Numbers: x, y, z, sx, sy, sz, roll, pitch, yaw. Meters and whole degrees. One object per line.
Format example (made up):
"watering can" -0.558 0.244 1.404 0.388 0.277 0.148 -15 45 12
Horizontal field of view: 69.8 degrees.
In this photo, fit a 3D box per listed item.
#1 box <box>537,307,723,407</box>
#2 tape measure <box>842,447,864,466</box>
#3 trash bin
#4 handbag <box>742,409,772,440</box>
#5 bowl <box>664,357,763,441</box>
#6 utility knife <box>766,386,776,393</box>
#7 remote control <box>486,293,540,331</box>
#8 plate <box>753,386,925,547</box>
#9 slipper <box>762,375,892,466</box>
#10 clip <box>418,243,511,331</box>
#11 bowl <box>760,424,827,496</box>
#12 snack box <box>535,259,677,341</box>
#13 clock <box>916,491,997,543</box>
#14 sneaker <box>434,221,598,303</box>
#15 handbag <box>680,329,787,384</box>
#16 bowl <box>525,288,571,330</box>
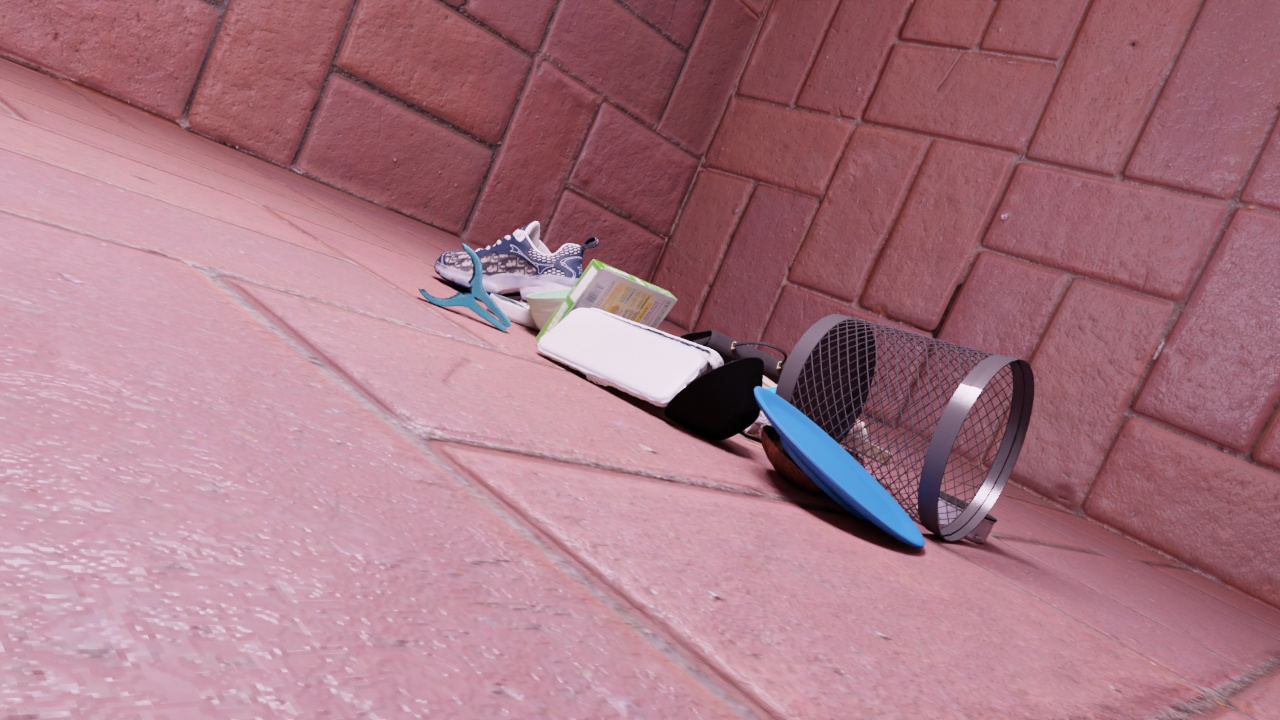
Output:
"box" -0.012 0.016 1.109 0.211 0.105 0.128 24 49 33
"tape measure" 0.282 0.137 1.280 0.068 0.030 0.059 19 4 -36
"trash bin" 0.305 0.066 1.090 0.227 0.218 0.217 24 4 39
"handbag" 0.155 0.073 1.272 0.124 0.047 0.186 20 6 -27
"bowl" 0.093 0.053 1.008 0.124 0.124 0.052 15 43 -60
"utility knife" 0.200 0.040 1.234 0.220 0.015 0.031 -8 19 -21
"remote control" -0.171 -0.068 1.356 0.114 0.028 0.060 20 6 -32
"plate" 0.192 0.111 0.921 0.224 0.024 0.224 40 11 -10
"slipper" 0.243 0.065 1.302 0.263 0.052 0.115 30 1 3
"clip" -0.227 -0.082 1.149 0.120 0.122 0.033 -16 17 -15
"bowl" 0.160 0.111 0.961 0.102 0.026 0.114 41 11 7
"snack box" -0.042 -0.056 1.222 0.167 0.132 0.027 18 24 -50
"clock" 0.400 0.195 1.173 0.094 0.035 0.122 24 4 8
"sneaker" -0.195 -0.157 1.442 0.270 0.132 0.103 13 -2 21
"handbag" 0.175 0.000 1.550 0.175 0.072 0.196 22 -20 -16
"bowl" -0.084 -0.063 1.300 0.151 0.077 0.150 -5 10 1
